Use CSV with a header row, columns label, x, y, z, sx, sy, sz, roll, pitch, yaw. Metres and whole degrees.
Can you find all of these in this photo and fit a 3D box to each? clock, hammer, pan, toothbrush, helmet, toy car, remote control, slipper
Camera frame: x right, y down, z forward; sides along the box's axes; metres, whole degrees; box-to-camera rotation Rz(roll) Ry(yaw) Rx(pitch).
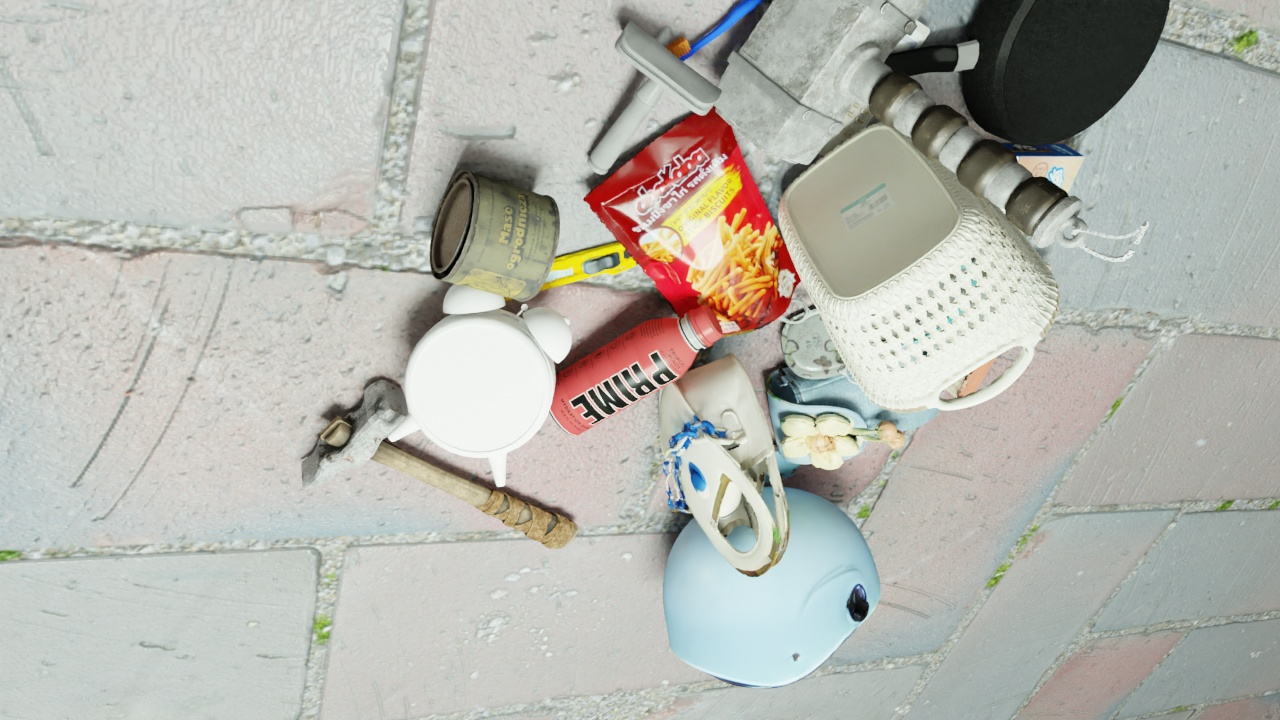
label,x,y,z,sx,sy,sz,roll,pitch,yaw
clock,-0.137,0.014,0.802,0.125,0.072,0.161,24,101,-7
hammer,0.209,-0.169,0.664,0.079,0.326,0.177,-1,133,-53
pan,0.317,-0.270,0.805,0.355,0.044,0.204,-16,132,-16
toothbrush,0.093,-0.290,0.721,0.182,0.016,0.018,-35,127,7
hammer,-0.180,0.129,0.921,0.122,0.049,0.318,-42,133,15
helmet,0.147,0.233,1.033,0.264,0.226,0.167,-24,114,-36
toy car,0.138,0.115,1.056,0.107,0.027,0.060,2,126,-37
remote control,0.196,-0.241,0.807,0.050,0.011,0.136,16,118,-33
slipper,0.274,-0.050,0.932,0.268,0.098,0.055,-23,168,-2

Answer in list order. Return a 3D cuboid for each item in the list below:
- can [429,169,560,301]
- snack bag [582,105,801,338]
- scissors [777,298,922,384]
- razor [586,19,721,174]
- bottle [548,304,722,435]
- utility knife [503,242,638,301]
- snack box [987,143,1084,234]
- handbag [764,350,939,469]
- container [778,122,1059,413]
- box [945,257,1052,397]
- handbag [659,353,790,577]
label,x,y,z,sx,sy,sz,roll,pitch,yaw
can,-0.118,-0.099,0.731,0.074,0.089,0.090,13,120,-31
snack bag,0.055,-0.114,0.829,0.139,0.066,0.208,-33,124,5
scissors,0.205,-0.048,0.917,0.175,0.014,0.141,5,89,7
razor,-0.005,-0.195,0.732,0.088,0.047,0.116,34,126,-12
bottle,-0.005,0.005,0.860,0.177,0.062,0.062,-30,133,18
utility knife,-0.067,-0.079,0.822,0.151,0.017,0.030,-15,119,-8
snack box,0.361,-0.171,0.919,0.151,0.034,0.087,-4,128,-20
handbag,0.232,0.049,0.983,0.192,0.118,0.122,-17,128,-3
container,0.224,-0.088,0.787,0.185,0.245,0.143,-36,128,17
box,0.403,-0.035,1.039,0.059,0.056,0.187,23,118,0
handbag,0.079,0.114,0.905,0.093,0.199,0.201,-18,146,-11
